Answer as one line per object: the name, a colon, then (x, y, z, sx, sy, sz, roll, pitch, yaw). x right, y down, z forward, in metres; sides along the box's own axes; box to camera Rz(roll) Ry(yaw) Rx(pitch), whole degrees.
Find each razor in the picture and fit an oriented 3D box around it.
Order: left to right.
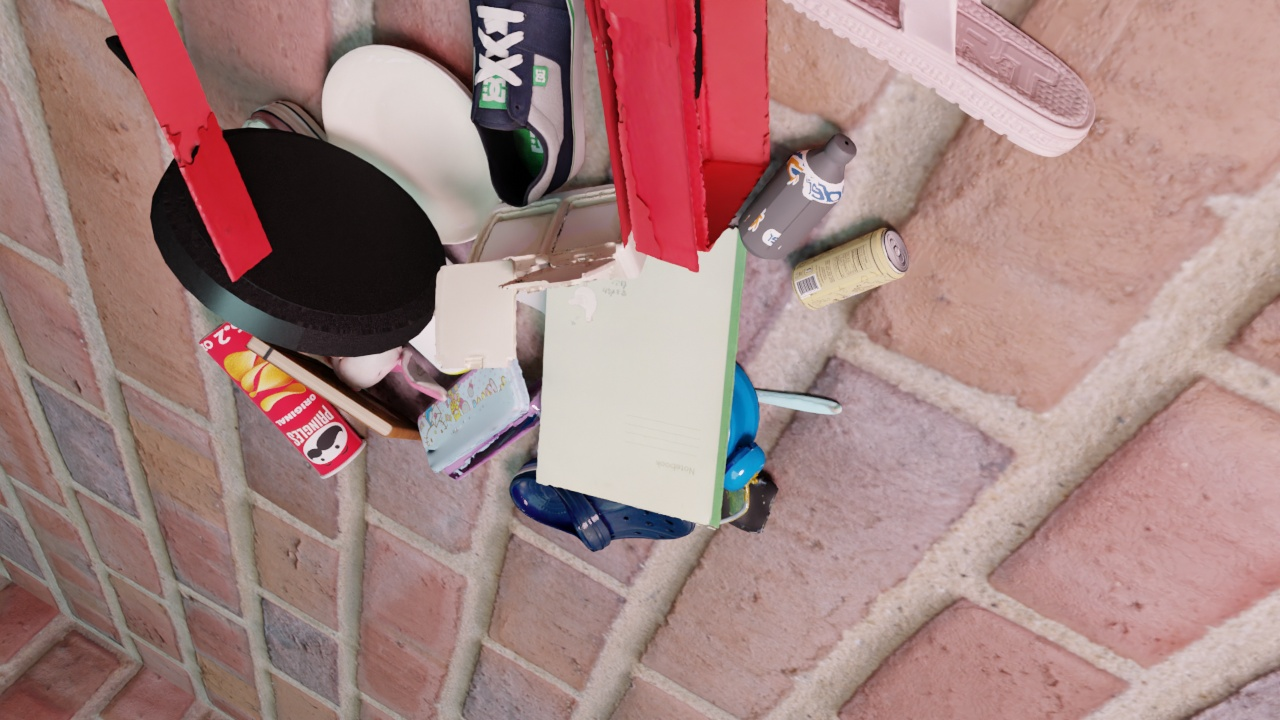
razor: (0.077, 0.097, 0.873, 0.067, 0.053, 0.151, -29, 102, 29)

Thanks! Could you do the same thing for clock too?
clock: (0.049, 0.066, 0.808, 0.117, 0.060, 0.161, -22, 89, 27)

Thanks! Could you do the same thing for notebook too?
notebook: (-0.320, 0.033, 0.988, 0.178, 0.014, 0.249, 33, 173, 0)
notebook: (-0.005, 0.005, 0.781, 0.182, 0.010, 0.253, 11, 105, 24)

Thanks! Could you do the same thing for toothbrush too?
toothbrush: (0.091, 0.032, 0.824, 0.181, 0.016, 0.016, 7, 130, 26)

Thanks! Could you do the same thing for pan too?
pan: (-0.305, -0.146, 0.730, 0.356, 0.224, 0.034, 46, 126, 6)

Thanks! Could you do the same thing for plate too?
plate: (-0.189, -0.187, 0.791, 0.182, 0.034, 0.183, 17, 134, 18)

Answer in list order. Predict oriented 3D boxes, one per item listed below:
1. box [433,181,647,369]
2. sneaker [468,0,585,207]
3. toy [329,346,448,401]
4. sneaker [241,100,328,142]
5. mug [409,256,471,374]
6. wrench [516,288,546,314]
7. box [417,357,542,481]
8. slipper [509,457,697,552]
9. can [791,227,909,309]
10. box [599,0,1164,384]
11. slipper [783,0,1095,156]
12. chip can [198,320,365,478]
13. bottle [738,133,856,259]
box: (-0.075, -0.078, 0.684, 0.144, 0.190, 0.069, -8, 132, 18)
sneaker: (-0.092, -0.221, 0.667, 0.084, 0.078, 0.236, 15, 133, 22)
toy: (-0.293, -0.017, 0.928, 0.159, 0.084, 0.194, 18, 170, 48)
sneaker: (-0.296, -0.128, 0.871, 0.119, 0.087, 0.241, -21, 114, 42)
mug: (-0.191, -0.049, 0.859, 0.083, 0.082, 0.106, -2, 145, 33)
wrench: (-0.061, -0.017, 0.876, 0.087, 0.018, 0.273, -14, 120, 40)
box: (-0.157, 0.061, 0.947, 0.096, 0.077, 0.215, 23, 145, -27)
slipper: (-0.043, 0.158, 0.966, 0.253, 0.095, 0.105, -3, 123, 38)
can: (0.155, -0.067, 0.678, 0.080, 0.038, 0.038, -21, 114, 42)
box: (0.118, -0.152, 0.514, 0.326, 0.152, 0.214, 23, 138, 35)
slipper: (0.165, -0.206, 0.511, 0.239, 0.094, 0.065, 32, 142, -5)
chip can: (-0.436, 0.041, 1.124, 0.069, 0.069, 0.220, -19, 115, 41)
bottle: (0.113, -0.117, 0.655, 0.047, 0.046, 0.113, 38, 138, -2)
